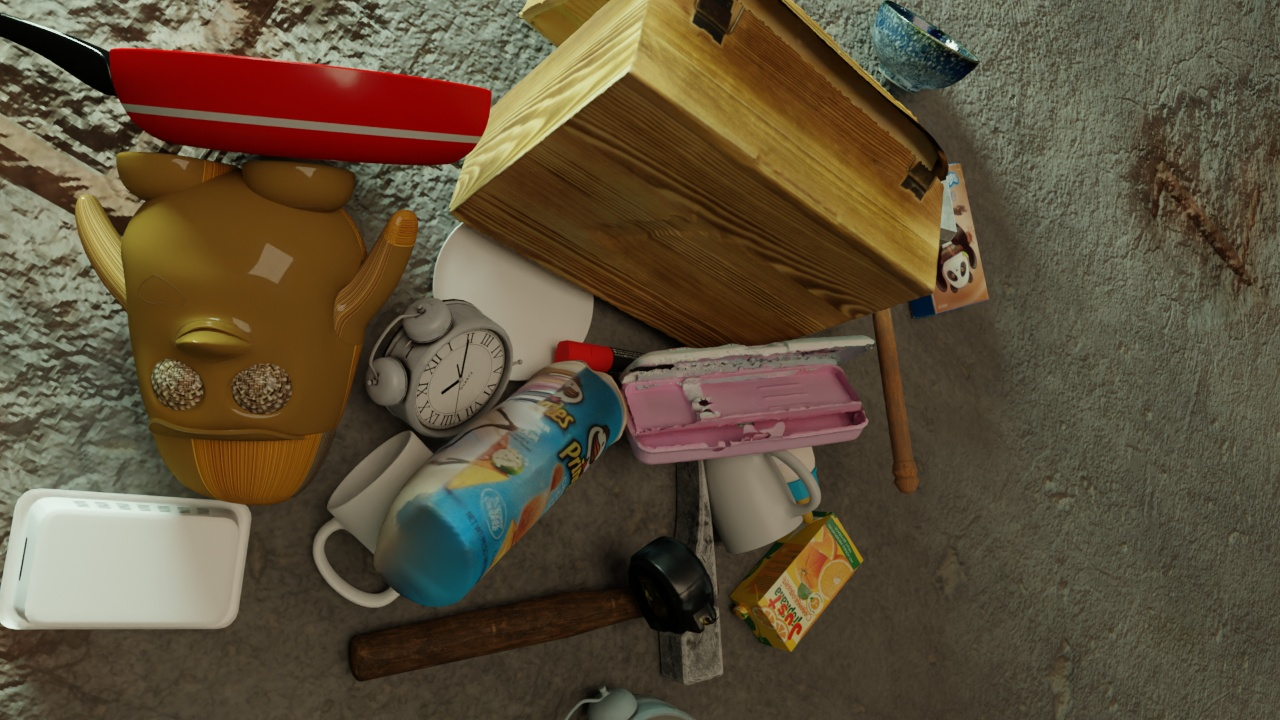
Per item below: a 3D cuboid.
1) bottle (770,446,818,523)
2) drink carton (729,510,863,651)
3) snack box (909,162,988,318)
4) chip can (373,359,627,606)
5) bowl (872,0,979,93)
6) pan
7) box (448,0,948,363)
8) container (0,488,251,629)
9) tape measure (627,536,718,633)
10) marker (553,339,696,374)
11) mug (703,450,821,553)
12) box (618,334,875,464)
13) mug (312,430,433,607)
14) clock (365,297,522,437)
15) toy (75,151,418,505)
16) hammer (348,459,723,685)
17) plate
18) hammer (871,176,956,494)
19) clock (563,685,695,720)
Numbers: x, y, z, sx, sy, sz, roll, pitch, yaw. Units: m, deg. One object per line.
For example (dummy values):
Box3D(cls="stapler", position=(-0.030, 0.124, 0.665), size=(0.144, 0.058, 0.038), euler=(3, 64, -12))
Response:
Box3D(cls="bottle", position=(0.127, 0.079, 0.818), size=(0.051, 0.051, 0.146), euler=(-26, 99, -31))
Box3D(cls="drink carton", position=(0.139, 0.197, 0.822), size=(0.122, 0.041, 0.058), euler=(-42, 107, -27))
Box3D(cls="snack box", position=(0.311, -0.126, 0.963), size=(0.087, 0.034, 0.151), euler=(-14, 93, -32))
Box3D(cls="chip can", position=(-0.085, 0.069, 0.610), size=(0.080, 0.080, 0.228), euler=(66, 27, -10))
Box3D(cls="bowl", position=(0.280, -0.310, 0.935), size=(0.114, 0.061, 0.114), euler=(22, 33, -15))
Box3D(cls="pan", position=(-0.268, -0.160, 0.536), size=(0.356, 0.209, 0.067), euler=(4, 103, -8))
Box3D(cls="box", position=(0.058, -0.168, 0.673), size=(0.279, 0.258, 0.215), euler=(29, 63, -29))
Box3D(cls="container", position=(-0.300, 0.121, 0.544), size=(0.129, 0.050, 0.080), euler=(10, 80, -31))
Box3D(cls="tape measure", position=(0.022, 0.170, 0.690), size=(0.042, 0.072, 0.072), euler=(-27, 94, -27))
Box3D(cls="marker", position=(-0.004, 0.004, 0.752), size=(0.144, 0.021, 0.023), euler=(9, 116, -38))
Box3D(cls="mug", position=(0.099, 0.102, 0.767), size=(0.071, 0.107, 0.089), euler=(-25, 91, -46))
Box3D(cls="box", position=(0.087, 0.015, 0.724), size=(0.201, 0.096, 0.088), euler=(-5, 44, -16))
Box3D(cls="mug", position=(-0.167, 0.117, 0.624), size=(0.110, 0.074, 0.090), euler=(-40, 108, -2))
Box3D(cls="clock", position=(-0.136, 0.004, 0.624), size=(0.094, 0.035, 0.122), euler=(-57, 150, -1))
Box3D(cls="toy", position=(-0.236, -0.013, 0.543), size=(0.198, 0.162, 0.203), euler=(3, 96, -1))
Box3D(cls="hammer", position=(-0.070, 0.157, 0.697), size=(0.300, 0.037, 0.217), euler=(-2, 87, -32))
Box3D(cls="plate", position=(-0.098, -0.051, 0.710), size=(0.134, 0.011, 0.134), euler=(3, 84, -32))
Box3D(cls="hammer", position=(0.219, -0.038, 0.830), size=(0.162, 0.083, 0.317), euler=(7, 71, -34))
Box3D(cls="clock", position=(-0.006, 0.323, 0.717), size=(0.159, 0.045, 0.122), euler=(44, 64, -23))
